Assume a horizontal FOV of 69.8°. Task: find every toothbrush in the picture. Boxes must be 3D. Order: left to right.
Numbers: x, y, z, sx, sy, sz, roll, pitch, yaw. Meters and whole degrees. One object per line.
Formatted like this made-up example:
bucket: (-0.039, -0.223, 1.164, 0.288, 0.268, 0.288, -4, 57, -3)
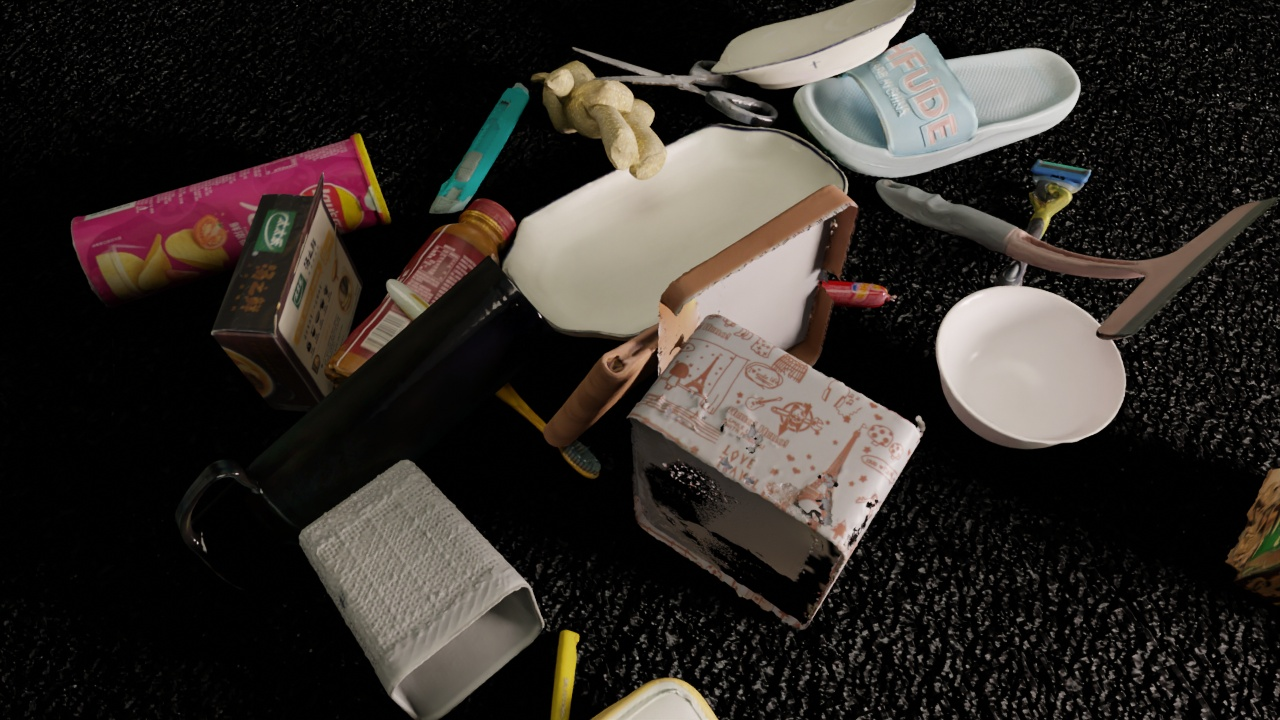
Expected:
toothbrush: (-0.097, 0.011, 0.608, 0.191, 0.018, 0.016, 43, 55, -1)
toothbrush: (-0.046, 0.246, 0.506, 0.016, 0.016, 0.189, 5, 59, -2)

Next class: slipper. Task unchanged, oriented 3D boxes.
slipper: (0.248, -0.217, 0.748, 0.245, 0.074, 0.104, -13, 61, -9)

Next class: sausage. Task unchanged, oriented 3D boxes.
sausage: (0.111, -0.051, 0.681, 0.156, 0.020, 0.020, 2, 59, 1)

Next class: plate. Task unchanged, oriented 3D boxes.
plate: (0.029, -0.093, 0.684, 0.265, 0.034, 0.162, -31, 53, -19)
plate: (0.146, -0.261, 0.760, 0.164, 0.034, 0.163, -10, 27, 21)

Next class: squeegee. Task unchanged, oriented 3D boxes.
squeegee: (0.277, -0.090, 0.664, 0.247, 0.040, 0.250, -30, 39, -33)

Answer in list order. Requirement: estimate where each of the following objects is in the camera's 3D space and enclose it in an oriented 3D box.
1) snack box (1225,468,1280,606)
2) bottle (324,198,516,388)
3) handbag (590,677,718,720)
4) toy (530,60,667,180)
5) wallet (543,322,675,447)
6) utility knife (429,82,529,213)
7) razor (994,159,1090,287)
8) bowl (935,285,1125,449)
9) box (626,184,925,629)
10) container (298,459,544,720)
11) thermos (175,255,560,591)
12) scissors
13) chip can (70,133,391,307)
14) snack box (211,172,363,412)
snack box: (0.437, 0.105, 0.532, 0.105, 0.118, 0.118, 35, 68, 14)
bottle: (-0.149, -0.043, 0.654, 0.057, 0.058, 0.174, 24, 62, 14)
handbag: (0.003, 0.272, 0.456, 0.163, 0.063, 0.178, -30, 73, -23)
toy: (-0.032, -0.191, 0.725, 0.105, 0.066, 0.157, 4, 32, -35)
wallet: (-0.003, 0.003, 0.588, 0.020, 0.101, 0.115, 49, 51, 6)
utility knife: (-0.130, -0.178, 0.761, 0.029, 0.013, 0.156, 18, 61, 9)
razor: (0.304, -0.099, 0.706, 0.043, 0.022, 0.142, 18, 60, 30)
bowl: (0.249, 0.016, 0.613, 0.118, 0.065, 0.118, 0, 60, 0)
box: (0.089, 0.023, 0.546, 0.156, 0.183, 0.192, 33, 67, 17)
container: (-0.129, 0.131, 0.534, 0.090, 0.090, 0.114, -36, 62, -20)
thermos: (-0.165, 0.035, 0.554, 0.242, 0.090, 0.068, -41, 59, -4)
scissors: (0.035, -0.227, 0.745, 0.175, 0.014, 0.159, 29, 35, 4)
chip can: (-0.299, -0.105, 0.685, 0.210, 0.071, 0.071, -20, 61, -11)
snack box: (-0.231, -0.043, 0.614, 0.053, 0.126, 0.113, 3, 59, 4)
